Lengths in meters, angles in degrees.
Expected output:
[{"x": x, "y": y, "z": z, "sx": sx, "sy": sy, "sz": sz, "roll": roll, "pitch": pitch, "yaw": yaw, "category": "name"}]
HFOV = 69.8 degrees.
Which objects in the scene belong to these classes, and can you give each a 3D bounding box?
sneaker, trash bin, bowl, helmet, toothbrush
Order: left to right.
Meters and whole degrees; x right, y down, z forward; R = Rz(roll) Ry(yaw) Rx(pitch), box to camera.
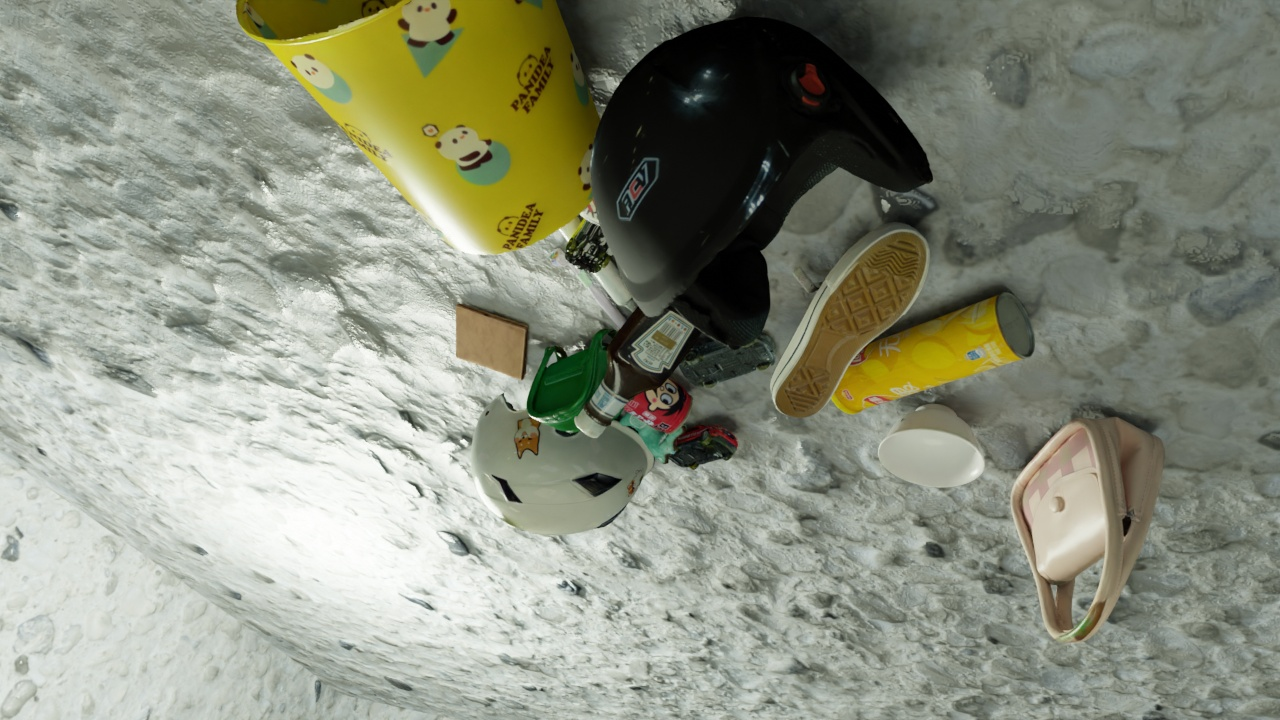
[{"x": -0.155, "y": -0.240, "z": 0.765, "sx": 0.230, "sy": 0.229, "sz": 0.255, "roll": 1, "pitch": 147, "yaw": 25, "category": "trash bin"}, {"x": -0.130, "y": 0.173, "z": 1.344, "sx": 0.274, "sy": 0.156, "sz": 0.230, "roll": 9, "pitch": 144, "yaw": 15, "category": "helmet"}, {"x": -0.044, "y": -0.065, "z": 1.102, "sx": 0.021, "sy": 0.029, "sz": 0.189, "roll": -38, "pitch": 124, "yaw": 8, "category": "toothbrush"}, {"x": -0.032, "y": -0.091, "z": 1.054, "sx": 0.221, "sy": 0.026, "sz": 0.027, "roll": 51, "pitch": 175, "yaw": -35, "category": "toothbrush"}, {"x": 0.071, "y": -0.149, "z": 0.727, "sx": 0.230, "sy": 0.273, "sz": 0.234, "roll": 48, "pitch": 129, "yaw": 7, "category": "helmet"}, {"x": 0.203, "y": -0.050, "z": 0.945, "sx": 0.118, "sy": 0.087, "sz": 0.242, "roll": 17, "pitch": 125, "yaw": -16, "category": "sneaker"}, {"x": 0.344, "y": 0.090, "z": 1.077, "sx": 0.118, "sy": 0.064, "sz": 0.118, "roll": 13, "pitch": 145, "yaw": 9, "category": "bowl"}]

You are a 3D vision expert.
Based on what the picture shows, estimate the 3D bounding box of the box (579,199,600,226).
[{"x": 0.012, "y": -0.153, "z": 0.928, "sx": 0.164, "sy": 0.052, "sz": 0.069, "roll": 17, "pitch": 151, "yaw": -16, "category": "box"}]

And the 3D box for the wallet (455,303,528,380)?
[{"x": -0.201, "y": -0.025, "z": 1.235, "sx": 0.101, "sy": 0.020, "sz": 0.115, "roll": 19, "pitch": 142, "yaw": 3, "category": "wallet"}]

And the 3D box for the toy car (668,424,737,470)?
[{"x": 0.083, "y": 0.114, "z": 1.255, "sx": 0.053, "sy": 0.045, "sz": 0.121, "roll": 37, "pitch": 147, "yaw": -25, "category": "toy car"}]

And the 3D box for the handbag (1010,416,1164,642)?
[{"x": 0.483, "y": 0.196, "z": 1.002, "sx": 0.093, "sy": 0.233, "sz": 0.194, "roll": 16, "pitch": 145, "yaw": 3, "category": "handbag"}]

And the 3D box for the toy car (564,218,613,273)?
[{"x": -0.041, "y": -0.141, "z": 0.977, "sx": 0.048, "sy": 0.032, "sz": 0.105, "roll": 23, "pitch": 124, "yaw": -21, "category": "toy car"}]

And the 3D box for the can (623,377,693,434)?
[{"x": 0.014, "y": 0.047, "z": 1.181, "sx": 0.093, "sy": 0.066, "sz": 0.067, "roll": 34, "pitch": 143, "yaw": -18, "category": "can"}]

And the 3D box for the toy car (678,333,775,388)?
[{"x": 0.103, "y": -0.004, "z": 1.098, "sx": 0.121, "sy": 0.036, "sz": 0.054, "roll": -17, "pitch": 131, "yaw": 28, "category": "toy car"}]

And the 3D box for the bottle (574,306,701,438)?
[{"x": -0.006, "y": 0.006, "z": 1.062, "sx": 0.080, "sy": 0.044, "sz": 0.195, "roll": 32, "pitch": 104, "yaw": -23, "category": "bottle"}]

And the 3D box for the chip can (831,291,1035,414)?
[{"x": 0.299, "y": -0.003, "z": 0.969, "sx": 0.072, "sy": 0.071, "sz": 0.214, "roll": 39, "pitch": 140, "yaw": -25, "category": "chip can"}]

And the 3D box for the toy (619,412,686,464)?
[{"x": 0.021, "y": 0.096, "z": 1.252, "sx": 0.097, "sy": 0.030, "sz": 0.092, "roll": -41, "pitch": 78, "yaw": 41, "category": "toy"}]

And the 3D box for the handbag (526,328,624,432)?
[{"x": -0.080, "y": 0.026, "z": 1.157, "sx": 0.068, "sy": 0.120, "sz": 0.132, "roll": 23, "pitch": 150, "yaw": -37, "category": "handbag"}]
